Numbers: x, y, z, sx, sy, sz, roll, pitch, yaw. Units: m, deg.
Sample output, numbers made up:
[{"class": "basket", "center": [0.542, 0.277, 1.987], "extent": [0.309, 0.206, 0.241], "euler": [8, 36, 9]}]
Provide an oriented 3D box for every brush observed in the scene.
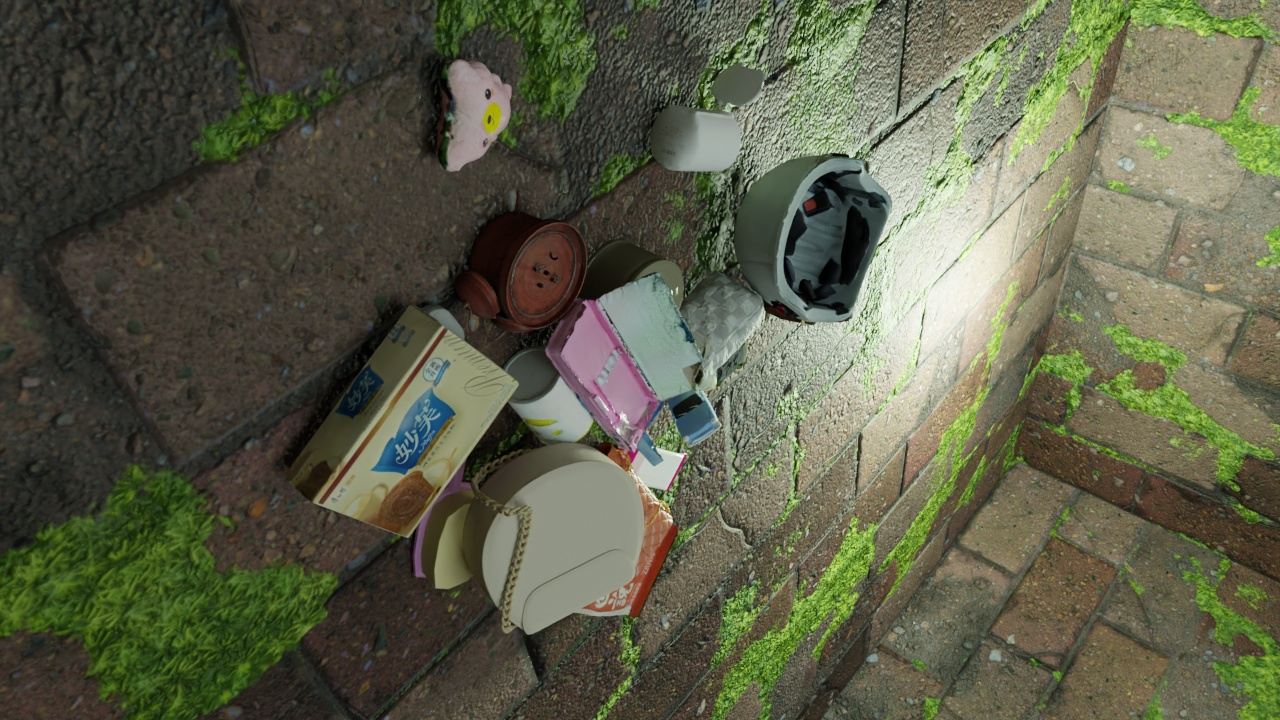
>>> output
[{"class": "brush", "center": [-0.211, 0.163, 1.075], "extent": [0.089, 0.043, 0.229], "euler": [-13, 124, -49]}]

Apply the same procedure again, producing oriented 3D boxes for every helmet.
[{"class": "helmet", "center": [0.223, -0.182, 1.307], "extent": [0.263, 0.164, 0.236], "euler": [10, 99, -50]}]

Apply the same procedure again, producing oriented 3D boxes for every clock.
[{"class": "clock", "center": [-0.130, -0.088, 0.976], "extent": [0.157, 0.072, 0.120], "euler": [-62, 147, -2]}]

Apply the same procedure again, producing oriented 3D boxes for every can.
[{"class": "can", "center": [-0.013, -0.078, 1.140], "extent": [0.127, 0.073, 0.128], "euler": [-33, 137, -37]}]

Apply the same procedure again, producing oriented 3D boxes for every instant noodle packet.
[{"class": "instant noodle packet", "center": [-0.069, 0.291, 1.366], "extent": [0.220, 0.084, 0.164], "euler": [19, 98, -45]}]

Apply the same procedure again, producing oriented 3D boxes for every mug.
[{"class": "mug", "center": [-0.110, 0.043, 1.091], "extent": [0.082, 0.082, 0.106], "euler": [-52, 144, -15]}]

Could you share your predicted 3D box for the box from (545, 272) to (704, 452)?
[{"class": "box", "center": [-0.014, -0.001, 1.089], "extent": [0.158, 0.066, 0.230], "euler": [-41, 141, -8]}]

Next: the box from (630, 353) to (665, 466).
[{"class": "box", "center": [-0.018, 0.060, 1.265], "extent": [0.209, 0.049, 0.120], "euler": [54, 34, -54]}]

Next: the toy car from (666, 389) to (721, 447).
[{"class": "toy car", "center": [0.070, 0.067, 1.306], "extent": [0.056, 0.153, 0.055], "euler": [-34, 115, 6]}]

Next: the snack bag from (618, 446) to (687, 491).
[{"class": "snack bag", "center": [0.010, 0.160, 1.399], "extent": [0.196, 0.016, 0.070], "euler": [23, 97, -57]}]

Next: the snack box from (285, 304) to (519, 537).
[{"class": "snack box", "center": [-0.234, 0.067, 0.928], "extent": [0.207, 0.055, 0.153], "euler": [-55, 149, -6]}]

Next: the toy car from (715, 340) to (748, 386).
[{"class": "toy car", "center": [0.132, 0.002, 1.435], "extent": [0.105, 0.033, 0.048], "euler": [-34, 136, -42]}]

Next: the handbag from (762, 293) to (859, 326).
[{"class": "handbag", "center": [0.269, -0.114, 1.440], "extent": [0.166, 0.138, 0.063], "euler": [-36, 137, -33]}]

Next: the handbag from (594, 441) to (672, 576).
[{"class": "handbag", "center": [-0.027, 0.210, 1.297], "extent": [0.108, 0.060, 0.172], "euler": [-51, 124, -22]}]

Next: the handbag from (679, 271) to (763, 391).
[{"class": "handbag", "center": [0.091, -0.034, 1.287], "extent": [0.171, 0.112, 0.123], "euler": [-44, 152, -26]}]

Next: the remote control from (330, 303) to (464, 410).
[{"class": "remote control", "center": [-0.244, 0.010, 0.939], "extent": [0.151, 0.019, 0.074], "euler": [-50, 148, -14]}]

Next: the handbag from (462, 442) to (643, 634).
[{"class": "handbag", "center": [-0.096, 0.208, 1.085], "extent": [0.210, 0.103, 0.209], "euler": [-22, 118, -25]}]

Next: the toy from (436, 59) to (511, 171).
[{"class": "toy", "center": [-0.155, -0.231, 0.859], "extent": [0.093, 0.050, 0.103], "euler": [-25, 135, -50]}]

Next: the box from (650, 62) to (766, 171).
[{"class": "box", "center": [0.084, -0.299, 1.112], "extent": [0.136, 0.083, 0.144], "euler": [-10, 116, -52]}]
